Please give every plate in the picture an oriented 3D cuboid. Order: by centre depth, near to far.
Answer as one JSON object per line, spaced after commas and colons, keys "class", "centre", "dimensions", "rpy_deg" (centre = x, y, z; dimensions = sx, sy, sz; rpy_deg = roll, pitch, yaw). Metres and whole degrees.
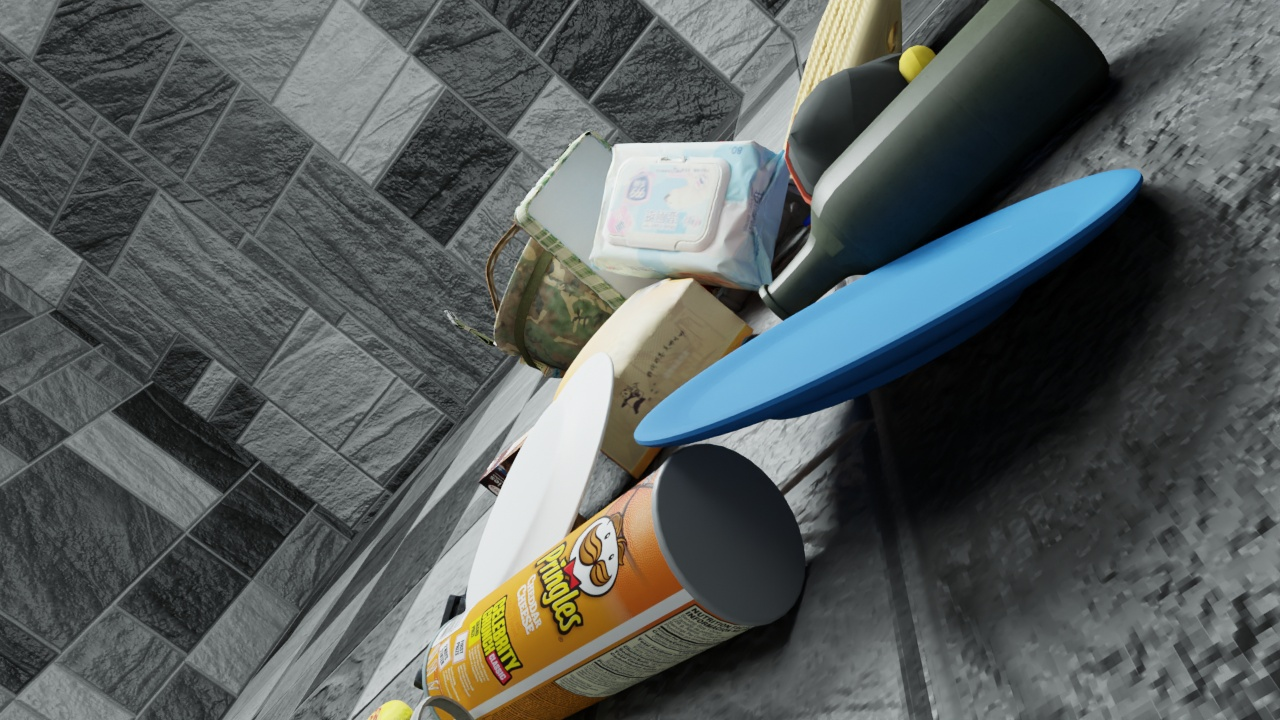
{"class": "plate", "centre": [0.100, -0.013, 0.389], "dimensions": [0.224, 0.024, 0.224], "rpy_deg": [-29, 3, 2]}
{"class": "plate", "centre": [-0.081, 0.102, 0.638], "dimensions": [0.243, 0.016, 0.242], "rpy_deg": [-58, 15, 25]}

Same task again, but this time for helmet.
{"class": "helmet", "centre": [-0.087, -0.081, 1.035], "dimensions": [0.192, 0.236, 0.224], "rpy_deg": [-65, -6, 2]}

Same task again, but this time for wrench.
{"class": "wrench", "centre": [-0.129, 0.181, 0.798], "dimensions": [0.272, 0.022, 0.073], "rpy_deg": [-61, -14, -60]}

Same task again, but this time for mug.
{"class": "mug", "centre": [-0.088, 0.206, 0.403], "dimensions": [0.084, 0.070, 0.113], "rpy_deg": [-45, 11, 30]}

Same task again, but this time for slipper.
{"class": "slipper", "centre": [0.202, -0.258, 0.859], "dimensions": [0.111, 0.079, 0.261], "rpy_deg": [167, 123, -74]}

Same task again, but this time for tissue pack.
{"class": "tissue pack", "centre": [0.041, -0.122, 0.761], "dimensions": [0.182, 0.070, 0.112], "rpy_deg": [11, 85, 43]}

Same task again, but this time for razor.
{"class": "razor", "centre": [0.104, -0.095, 0.783], "dimensions": [0.116, 0.047, 0.088], "rpy_deg": [-59, 10, -4]}

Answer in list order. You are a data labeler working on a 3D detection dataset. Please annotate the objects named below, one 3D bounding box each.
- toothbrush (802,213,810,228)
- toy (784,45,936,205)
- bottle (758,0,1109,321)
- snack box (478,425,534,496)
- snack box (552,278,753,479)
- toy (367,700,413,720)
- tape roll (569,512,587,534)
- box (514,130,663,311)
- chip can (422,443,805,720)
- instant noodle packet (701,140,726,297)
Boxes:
{"class": "toothbrush", "centre": [0.183, -0.140, 0.674], "dimensions": [0.183, 0.018, 0.016], "rpy_deg": [-33, 19, 51]}
{"class": "toy", "centre": [0.145, -0.135, 0.598], "dimensions": [0.119, 0.100, 0.097], "rpy_deg": [41, -136, -77]}
{"class": "bottle", "centre": [0.147, -0.100, 0.500], "dimensions": [0.207, 0.071, 0.071], "rpy_deg": [-46, 10, 22]}
{"class": "snack box", "centre": [-0.115, 0.109, 0.961], "dimensions": [0.141, 0.051, 0.031], "rpy_deg": [-39, 14, 48]}
{"class": "snack box", "centre": [-0.005, 0.004, 0.764], "dimensions": [0.145, 0.080, 0.195], "rpy_deg": [-52, 10, -5]}
{"class": "toy", "centre": [-0.210, 0.300, 0.647], "dimensions": [0.106, 0.067, 0.137], "rpy_deg": [-50, 1, 26]}
{"class": "tape roll", "centre": [-0.063, 0.150, 0.635], "dimensions": [0.094, 0.027, 0.094], "rpy_deg": [-48, 10, 11]}
{"class": "box", "centre": [-0.014, -0.117, 0.906], "dimensions": [0.117, 0.205, 0.050], "rpy_deg": [-55, 17, -15]}
{"class": "chip can", "centre": [-0.024, 0.120, 0.429], "dimensions": [0.216, 0.075, 0.075], "rpy_deg": [-42, 13, 41]}
{"class": "instant noodle packet", "centre": [0.071, -0.128, 0.856], "dimensions": [0.099, 0.039, 0.135], "rpy_deg": [111, 172, -61]}
